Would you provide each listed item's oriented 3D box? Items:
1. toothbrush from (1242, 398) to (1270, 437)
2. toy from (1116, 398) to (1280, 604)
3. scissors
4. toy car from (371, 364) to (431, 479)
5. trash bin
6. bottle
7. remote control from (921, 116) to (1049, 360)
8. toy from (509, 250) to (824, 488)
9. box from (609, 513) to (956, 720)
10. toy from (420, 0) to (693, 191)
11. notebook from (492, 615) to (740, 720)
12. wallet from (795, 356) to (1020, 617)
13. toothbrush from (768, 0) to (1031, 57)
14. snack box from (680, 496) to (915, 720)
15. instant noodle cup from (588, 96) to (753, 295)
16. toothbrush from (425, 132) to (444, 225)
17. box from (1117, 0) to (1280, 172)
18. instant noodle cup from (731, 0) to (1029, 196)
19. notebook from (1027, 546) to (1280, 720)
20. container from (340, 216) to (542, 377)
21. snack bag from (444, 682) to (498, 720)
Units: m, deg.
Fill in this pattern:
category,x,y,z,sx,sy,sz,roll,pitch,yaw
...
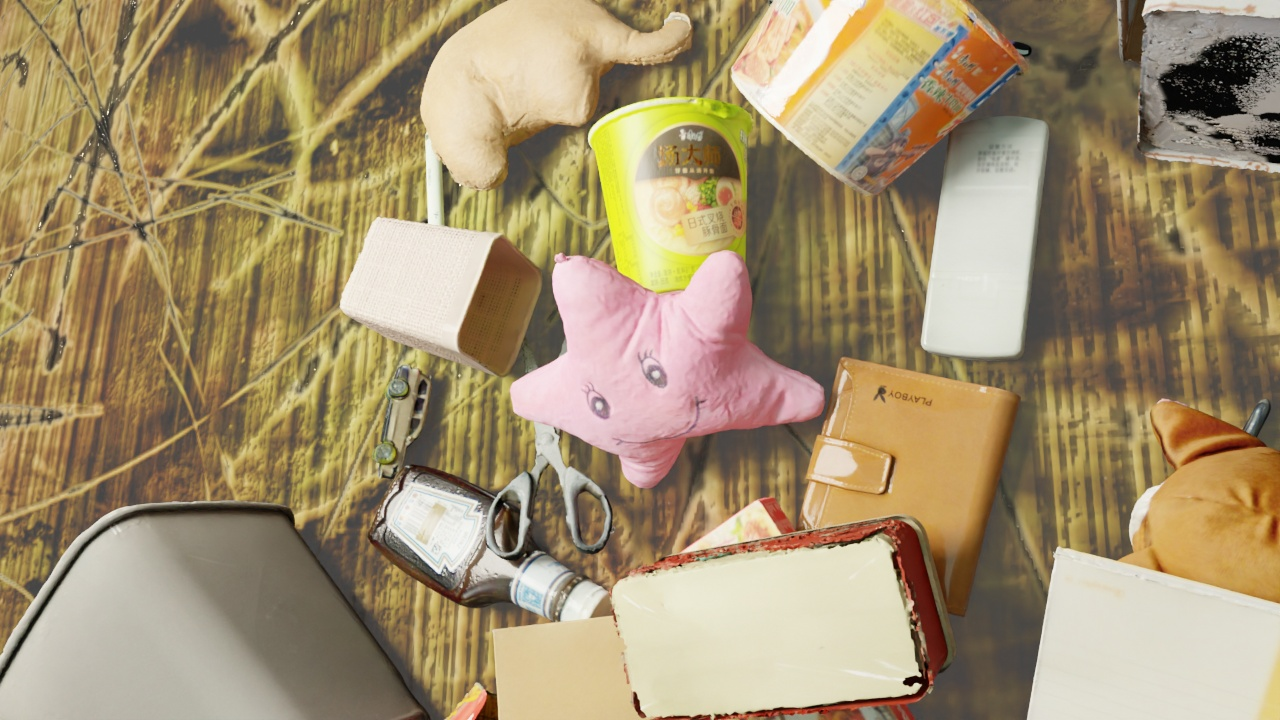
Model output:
category,x,y,z,sx,sy,sz,roll,pitch,yaw
toothbrush,0.282,0.100,0.476,0.018,0.015,0.181,29,92,39
toy,0.310,0.106,0.405,0.200,0.131,0.139,23,61,19
scissors,-0.068,0.062,0.646,0.163,0.014,0.165,40,74,21
toy car,-0.188,0.049,0.719,0.035,0.042,0.090,14,80,-15
trash bin,-0.293,0.243,0.649,0.220,0.199,0.199,38,97,23
bottle,-0.106,0.140,0.653,0.195,0.044,0.079,21,78,29
remote control,0.208,-0.074,0.554,0.058,0.021,0.150,6,81,29
toy,-0.003,0.003,0.569,0.195,0.178,0.074,-25,28,30
box,0.068,0.138,0.489,0.169,0.077,0.091,-17,81,28
toy,-0.073,-0.229,0.711,0.226,0.082,0.143,-29,71,16
notebook,-0.008,0.262,0.553,0.149,0.012,0.211,-6,73,-3
wallet,0.153,0.071,0.543,0.108,0.031,0.131,14,84,28
toothbrush,0.168,-0.227,0.617,0.189,0.016,0.014,24,95,29
snack box,0.086,0.164,0.538,0.075,0.025,0.153,-39,71,24
instant noodle cup,0.026,-0.095,0.613,0.112,0.111,0.123,-9,82,26
toothbrush,-0.171,-0.107,0.761,0.029,0.020,0.189,-19,68,43
box,0.320,-0.206,0.439,0.158,0.180,0.205,11,83,31
instant noodle cup,0.134,-0.179,0.550,0.112,0.151,0.151,-49,60,24
notebook,0.247,0.187,0.407,0.146,0.010,0.206,13,120,29
container,-0.149,-0.050,0.683,0.111,0.090,0.089,14,79,21
snack bag,-0.137,0.331,0.614,0.128,0.073,0.208,41,103,33
